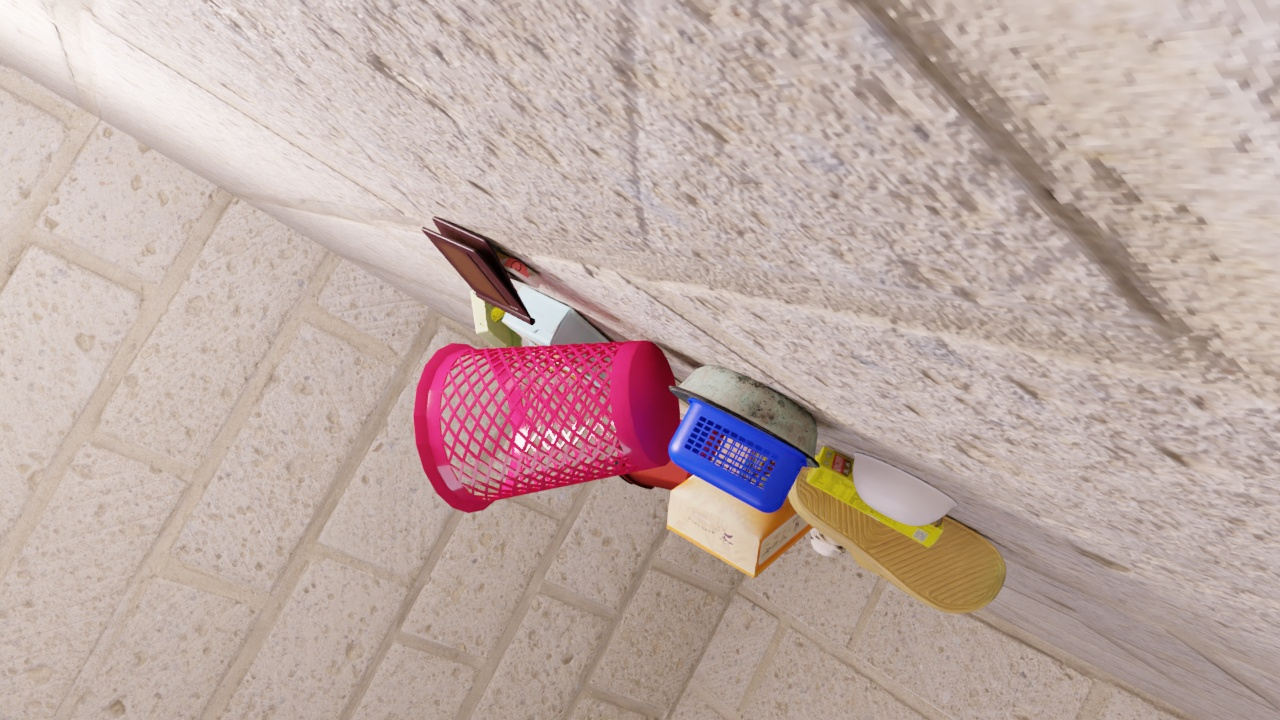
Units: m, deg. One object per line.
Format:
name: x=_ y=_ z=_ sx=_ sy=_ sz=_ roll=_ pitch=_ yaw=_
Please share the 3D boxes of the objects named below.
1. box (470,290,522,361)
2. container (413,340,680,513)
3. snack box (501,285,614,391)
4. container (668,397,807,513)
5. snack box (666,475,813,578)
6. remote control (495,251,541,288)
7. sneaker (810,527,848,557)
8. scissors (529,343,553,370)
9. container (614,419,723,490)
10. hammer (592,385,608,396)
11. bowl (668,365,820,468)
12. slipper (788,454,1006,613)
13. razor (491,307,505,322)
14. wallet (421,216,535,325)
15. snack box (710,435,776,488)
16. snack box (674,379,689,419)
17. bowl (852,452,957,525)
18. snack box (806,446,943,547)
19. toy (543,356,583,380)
box: x=-0.194 y=-0.057 z=1.342 sx=0.077 sy=0.089 sz=0.188 roll=59 pitch=-176 yaw=15
container: x=-0.086 y=0.057 z=0.950 sx=0.226 sy=0.183 sz=0.183 roll=-8 pitch=158 yaw=24
snack box: x=-0.085 y=-0.023 z=1.079 sx=0.075 sy=0.053 sz=0.174 roll=27 pitch=171 yaw=28
container: x=0.083 y=0.087 z=0.810 sx=0.114 sy=0.058 sz=0.096 roll=27 pitch=174 yaw=16
snack box: x=0.151 y=0.183 z=1.227 sx=0.145 sy=0.081 sz=0.194 roll=25 pitch=-145 yaw=33
remote control: x=-0.144 y=-0.096 z=0.904 sx=0.126 sy=0.018 sz=0.038 roll=22 pitch=171 yaw=45
sneaker: x=0.295 y=0.246 z=1.388 sx=0.089 sy=0.102 sz=0.241 roll=28 pitch=174 yaw=12
scissors: x=-0.134 y=-0.033 z=1.145 sx=0.171 sy=0.023 sz=0.168 roll=57 pitch=-177 yaw=-4
container: x=0.019 y=0.117 z=1.363 sx=0.201 sy=0.148 sz=0.127 roll=14 pitch=167 yaw=33
hammer: x=-0.026 y=0.037 z=1.408 sx=0.098 sy=0.044 sz=0.322 roll=28 pitch=173 yaw=1
bowl: x=0.104 y=0.047 z=0.860 sx=0.157 sy=0.038 sz=0.157 roll=28 pitch=174 yaw=3
slipper: x=0.283 y=0.200 z=1.050 sx=0.263 sy=0.099 sz=0.078 roll=32 pitch=165 yaw=3
razor: x=-0.146 y=-0.054 z=1.240 sx=0.105 sy=0.026 sz=0.043 roll=21 pitch=145 yaw=-33
wallet: x=-0.156 y=-0.085 z=0.890 sx=0.091 sy=0.018 sz=0.116 roll=26 pitch=157 yaw=35
snack box: x=0.138 y=0.120 z=1.101 sx=0.040 sy=0.088 sz=0.125 roll=25 pitch=174 yaw=35
snack box: x=0.032 y=0.044 z=1.191 sx=0.082 sy=0.026 sz=0.150 roll=11 pitch=165 yaw=40
bowl: x=0.255 y=0.136 z=0.916 sx=0.110 sy=0.040 sz=0.110 roll=28 pitch=175 yaw=3
snack box: x=0.253 y=0.146 z=0.985 sx=0.148 sy=0.029 sz=0.040 roll=28 pitch=-147 yaw=5
toy: x=-0.092 y=0.003 z=1.314 sx=0.087 sy=0.067 sz=0.113 roll=5 pitch=159 yaw=4
